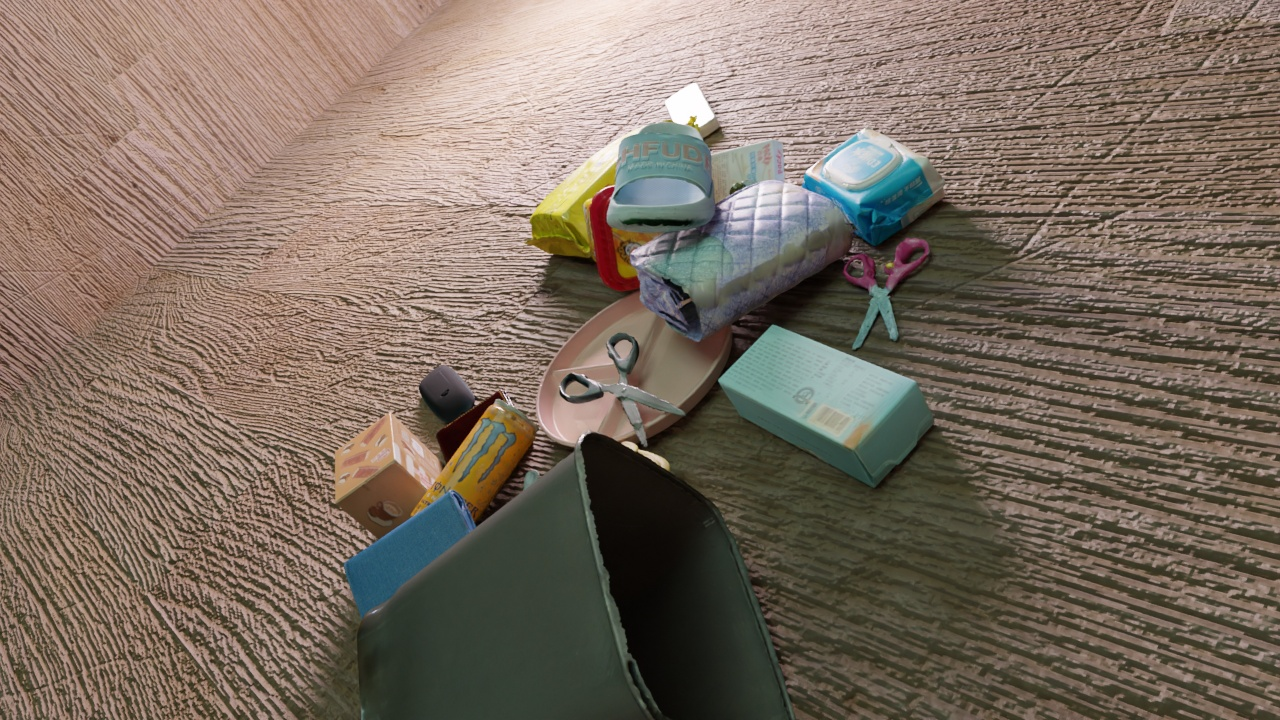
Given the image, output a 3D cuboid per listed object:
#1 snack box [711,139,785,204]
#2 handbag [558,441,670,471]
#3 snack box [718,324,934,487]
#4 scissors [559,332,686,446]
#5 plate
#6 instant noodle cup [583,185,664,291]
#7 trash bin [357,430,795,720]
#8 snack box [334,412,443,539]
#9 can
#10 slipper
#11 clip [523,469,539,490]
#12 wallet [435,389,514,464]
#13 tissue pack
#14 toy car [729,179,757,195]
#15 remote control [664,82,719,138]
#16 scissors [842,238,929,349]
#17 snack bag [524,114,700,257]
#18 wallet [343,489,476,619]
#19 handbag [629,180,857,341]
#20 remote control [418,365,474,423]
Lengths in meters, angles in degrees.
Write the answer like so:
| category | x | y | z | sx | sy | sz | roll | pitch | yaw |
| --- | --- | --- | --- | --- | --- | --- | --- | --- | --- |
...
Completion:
| category | x | y | z | sx | sy | sz | roll | pitch | yaw |
| --- | --- | --- | --- | --- | --- | --- | --- | --- | --- |
| snack box | 0.092 | -0.195 | 1.053 | 0.157 | 0.026 | 0.084 | -5 | 86 | 37 |
| handbag | -0.056 | 0.137 | 0.806 | 0.163 | 0.063 | 0.179 | -45 | 31 | -15 |
| snack box | 0.147 | 0.032 | 0.750 | 0.074 | 0.051 | 0.175 | -44 | 35 | -13 |
| scissors | -0.018 | 0.028 | 0.892 | 0.174 | 0.014 | 0.159 | -11 | 43 | 30 |
| plate | -0.006 | 0.005 | 0.943 | 0.230 | 0.028 | 0.229 | -24 | 35 | 18 |
| instant noodle cup | -0.010 | -0.148 | 1.049 | 0.116 | 0.116 | 0.124 | -14 | 17 | -16 |
| trash bin | -0.050 | 0.197 | 0.598 | 0.220 | 0.199 | 0.198 | -33 | 50 | 18 |
| snack box | -0.262 | 0.128 | 0.967 | 0.077 | 0.093 | 0.094 | -35 | 34 | 3 |
| can | -0.164 | 0.113 | 0.916 | 0.058 | 0.058 | 0.145 | 15 | 65 | 50 |
| slipper | 0.026 | -0.201 | 0.937 | 0.104 | 0.074 | 0.244 | 2 | 35 | 4 |
| clip | -0.105 | 0.135 | 0.885 | 0.024 | 0.029 | 0.056 | -10 | 49 | 37 |
| wallet | -0.174 | 0.085 | 1.009 | 0.096 | 0.020 | 0.122 | -34 | 32 | -5 |
| tissue pack | 0.229 | -0.177 | 0.917 | 0.090 | 0.063 | 0.140 | -36 | 34 | 2 |
| toy car | 0.106 | -0.154 | 1.003 | 0.042 | 0.035 | 0.090 | 38 | 100 | 27 |
| remote control | 0.073 | -0.351 | 1.306 | 0.058 | 0.021 | 0.149 | -29 | 35 | 12 |
| scissors | 0.212 | -0.061 | 0.839 | 0.105 | 0.017 | 0.135 | 6 | 56 | 44 |
| snack bag | -0.038 | -0.231 | 1.200 | 0.246 | 0.068 | 0.158 | -45 | 24 | -12 |
| wallet | -0.201 | 0.197 | 0.844 | 0.133 | 0.040 | 0.106 | -35 | 66 | 8 |
| handbag | 0.097 | -0.101 | 0.903 | 0.193 | 0.076 | 0.134 | -31 | 34 | -17 |
| remote control | -0.241 | 0.036 | 1.121 | 0.053 | 0.024 | 0.136 | -42 | 34 | -9 |
